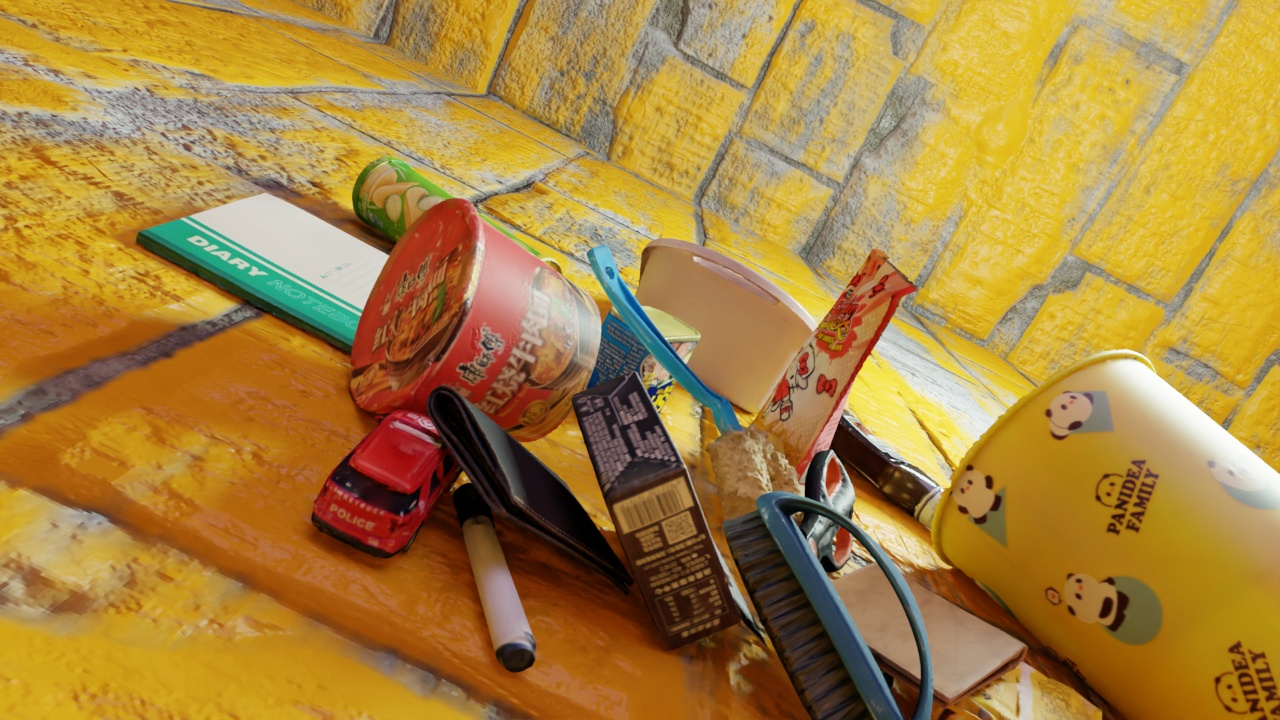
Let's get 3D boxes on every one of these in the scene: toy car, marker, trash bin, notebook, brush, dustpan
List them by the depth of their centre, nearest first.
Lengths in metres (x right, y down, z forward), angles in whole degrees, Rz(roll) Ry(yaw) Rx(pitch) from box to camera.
[{"bbox_3d":[-0.071,0.100,0.443,0.022,0.018,0.130,29,12,-31],"label":"marker"},{"bbox_3d":[-0.120,0.054,0.461,0.053,0.045,0.120,27,13,-5],"label":"toy car"},{"bbox_3d":[0.100,0.127,0.461,0.143,0.073,0.055,62,8,25],"label":"brush"},{"bbox_3d":[0.038,0.024,0.653,0.254,0.046,0.083,55,32,6],"label":"brush"},{"bbox_3d":[0.386,0.157,0.667,0.229,0.230,0.255,14,26,-39],"label":"trash bin"},{"bbox_3d":[-0.227,-0.059,0.671,0.209,0.012,0.150,27,24,1],"label":"notebook"},{"bbox_3d":[0.098,-0.051,0.979,0.222,0.139,0.273,28,16,6],"label":"dustpan"}]

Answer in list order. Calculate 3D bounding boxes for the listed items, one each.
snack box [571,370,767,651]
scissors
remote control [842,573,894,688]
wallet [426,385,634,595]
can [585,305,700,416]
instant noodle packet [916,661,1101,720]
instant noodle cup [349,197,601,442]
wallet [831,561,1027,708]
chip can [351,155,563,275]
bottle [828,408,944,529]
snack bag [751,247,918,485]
[{"bbox_3d":[0.013,0.084,0.495,0.053,0.126,0.113,-20,26,-4],"label":"snack box"},{"bbox_3d":[0.114,0.134,0.593,0.022,0.125,0.234,-8,25,24],"label":"scissors"},{"bbox_3d":[0.131,0.166,0.553,0.049,0.024,0.124,32,16,15],"label":"remote control"},{"bbox_3d":[-0.056,0.070,0.483,0.096,0.020,0.122,48,1,42],"label":"wallet"},{"bbox_3d":[-0.004,0.004,0.734,0.057,0.083,0.102,34,17,21],"label":"can"},{"bbox_3d":[0.216,0.207,0.528,0.111,0.044,0.128,31,14,19],"label":"instant noodle packet"},{"bbox_3d":[-0.099,-0.017,0.572,0.108,0.138,0.138,26,14,-35],"label":"instant noodle cup"},{"bbox_3d":[0.153,0.153,0.523,0.101,0.020,0.115,26,16,39],"label":"wallet"},{"bbox_3d":[-0.176,-0.114,0.852,0.221,0.073,0.072,34,17,23],"label":"chip can"},{"bbox_3d":[0.248,0.114,0.876,0.079,0.044,0.195,20,17,-50],"label":"bottle"},{"bbox_3d":[0.145,0.015,0.716,0.073,0.208,0.128,25,17,-2],"label":"snack bag"}]
